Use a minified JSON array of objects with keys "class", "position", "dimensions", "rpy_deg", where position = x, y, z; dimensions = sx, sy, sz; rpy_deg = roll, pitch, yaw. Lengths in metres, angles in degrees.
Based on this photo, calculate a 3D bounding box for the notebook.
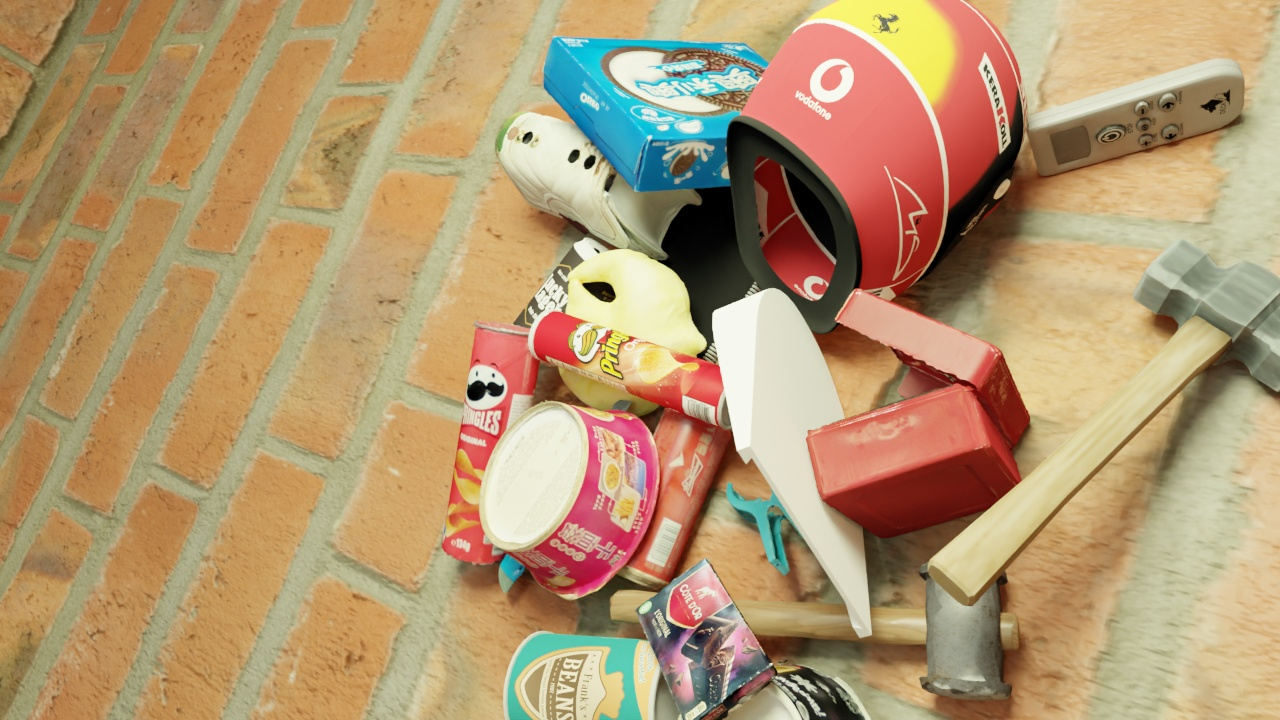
[{"class":"notebook","position":[0.076,-0.112,0.934],"dimensions":[0.149,0.016,0.206],"rpy_deg":[34,89,39]}]

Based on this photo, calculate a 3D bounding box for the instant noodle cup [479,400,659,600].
[{"class":"instant noodle cup","position":[-0.074,0.113,0.823],"dimensions":[0.179,0.077,0.178],"rpy_deg":[-27,48,34]}]

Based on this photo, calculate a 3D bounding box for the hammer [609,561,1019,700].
[{"class":"hammer","position":[0.122,0.205,0.726],"dimensions":[0.329,0.052,0.098],"rpy_deg":[-5,67,27]}]

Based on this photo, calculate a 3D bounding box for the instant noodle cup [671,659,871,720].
[{"class":"instant noodle cup","position":[0.095,0.289,0.681],"dimensions":[0.137,0.112,0.137],"rpy_deg":[-13,63,26]}]

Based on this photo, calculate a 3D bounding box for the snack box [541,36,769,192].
[{"class":"snack box","position":[0.052,-0.241,0.882],"dimensions":[0.195,0.238,0.056],"rpy_deg":[54,140,36]}]

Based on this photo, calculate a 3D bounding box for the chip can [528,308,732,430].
[{"class":"chip can","position":[-0.005,0.005,0.826],"dimensions":[0.215,0.052,0.051],"rpy_deg":[19,80,33]}]

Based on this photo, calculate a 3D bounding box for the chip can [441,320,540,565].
[{"class":"chip can","position":[-0.147,0.081,0.913],"dimensions":[0.073,0.073,0.233],"rpy_deg":[14,97,36]}]

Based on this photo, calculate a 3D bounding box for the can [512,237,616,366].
[{"class":"can","position":[-0.073,-0.059,0.958],"dimensions":[0.129,0.071,0.072],"rpy_deg":[-50,52,15]}]

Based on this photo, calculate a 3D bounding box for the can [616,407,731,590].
[{"class":"can","position":[0.025,0.118,0.830],"dimensions":[0.067,0.067,0.170],"rpy_deg":[18,80,37]}]

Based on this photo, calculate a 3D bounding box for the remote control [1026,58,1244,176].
[{"class":"remote control","position":[0.391,-0.190,0.729],"dimensions":[0.151,0.074,0.019],"rpy_deg":[-13,62,27]}]

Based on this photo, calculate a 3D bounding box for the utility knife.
[{"class":"utility knife","position":[-0.075,0.129,0.890],"dimensions":[0.031,0.015,0.225],"rpy_deg":[39,98,37]}]

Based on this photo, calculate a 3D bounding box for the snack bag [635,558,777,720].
[{"class":"snack bag","position":[0.046,0.210,0.691],"dimensions":[0.074,0.018,0.155],"rpy_deg":[-36,22,-2]}]

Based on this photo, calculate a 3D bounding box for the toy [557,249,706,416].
[{"class":"toy","position":[-0.009,-0.020,0.895],"dimensions":[0.155,0.064,0.171],"rpy_deg":[17,108,20]}]

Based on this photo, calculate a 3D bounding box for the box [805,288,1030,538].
[{"class":"box","position":[0.206,0.062,0.684],"dimensions":[0.147,0.157,0.156],"rpy_deg":[24,81,38]}]

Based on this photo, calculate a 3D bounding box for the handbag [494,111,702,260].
[{"class":"handbag","position":[-0.051,-0.186,0.961],"dimensions":[0.199,0.142,0.096],"rpy_deg":[31,89,45]}]

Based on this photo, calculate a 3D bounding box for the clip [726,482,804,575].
[{"class":"clip","position":[0.098,0.133,0.777],"dimensions":[0.121,0.031,0.129],"rpy_deg":[-25,32,28]}]

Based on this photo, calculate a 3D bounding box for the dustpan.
[{"class":"dustpan","position":[0.108,0.056,0.712],"dimensions":[0.053,0.191,0.257],"rpy_deg":[-22,30,23]}]

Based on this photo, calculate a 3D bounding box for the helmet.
[{"class":"helmet","position":[0.200,-0.174,0.754],"dimensions":[0.224,0.271,0.197],"rpy_deg":[-37,61,-12]}]

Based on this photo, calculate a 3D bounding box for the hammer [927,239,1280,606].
[{"class":"hammer","position":[0.315,0.045,0.613],"dimensions":[0.322,0.051,0.117],"rpy_deg":[-38,60,-15]}]

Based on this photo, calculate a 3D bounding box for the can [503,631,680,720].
[{"class":"can","position":[-0.027,0.282,0.770],"dimensions":[0.144,0.099,0.099],"rpy_deg":[-6,66,30]}]
